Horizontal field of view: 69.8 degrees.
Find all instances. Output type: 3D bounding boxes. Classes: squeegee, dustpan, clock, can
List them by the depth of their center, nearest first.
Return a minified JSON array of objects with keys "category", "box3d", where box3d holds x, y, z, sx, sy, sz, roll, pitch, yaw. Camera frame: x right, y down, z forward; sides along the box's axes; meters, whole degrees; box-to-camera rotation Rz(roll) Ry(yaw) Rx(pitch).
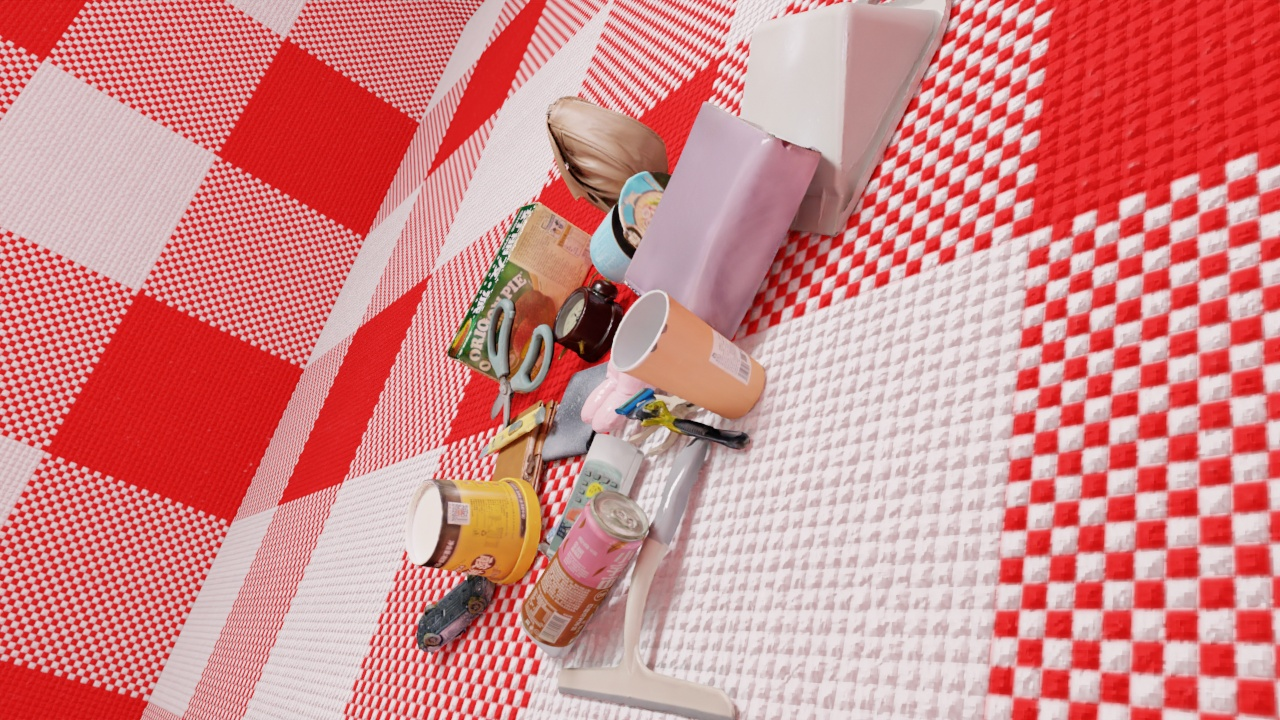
[{"category":"squeegee","box3d":[0.016,0.166,0.781,0.247,0.039,0.246,-18,48,53]},{"category":"can","box3d":[-0.050,0.183,0.797,0.148,0.058,0.057,-58,24,27]},{"category":"dustpan","box3d":[0.203,-0.260,0.914,0.223,0.142,0.258,-152,62,-64]},{"category":"clock","box3d":[-0.062,-0.056,1.122,0.082,0.055,0.121,-15,54,56]}]

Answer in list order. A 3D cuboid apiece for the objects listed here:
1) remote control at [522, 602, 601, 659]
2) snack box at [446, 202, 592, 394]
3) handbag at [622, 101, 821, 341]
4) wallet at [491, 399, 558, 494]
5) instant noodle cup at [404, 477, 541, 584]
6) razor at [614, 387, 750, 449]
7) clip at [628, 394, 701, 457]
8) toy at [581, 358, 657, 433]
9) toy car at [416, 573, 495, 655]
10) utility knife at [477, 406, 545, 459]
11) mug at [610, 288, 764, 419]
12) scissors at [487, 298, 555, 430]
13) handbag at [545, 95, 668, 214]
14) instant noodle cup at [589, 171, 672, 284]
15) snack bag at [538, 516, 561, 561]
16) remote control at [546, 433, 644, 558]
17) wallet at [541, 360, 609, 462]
[{"category":"remote control","box3d":[-0.059,0.213,0.864,0.056,0.020,0.136,34,96,27]},{"category":"snack box","box3d":[-0.158,-0.085,1.255,0.063,0.114,0.240,11,74,62]},{"category":"handbag","box3d":[0.079,-0.128,0.867,0.197,0.098,0.145,-66,26,17]},{"category":"wallet","box3d":[-0.146,0.118,1.125,0.108,0.031,0.131,-34,38,45]},{"category":"instant noodle cup","box3d":[-0.188,0.183,1.012,0.119,0.114,0.118,-23,61,48]},{"category":"razor","box3d":[0.042,0.058,0.828,0.143,0.022,0.042,16,44,42]},{"category":"clip","box3d":[0.028,0.041,0.893,0.104,0.035,0.089,-50,29,10]},{"category":"toy","box3d":[-0.006,0.006,0.960,0.159,0.054,0.121,-55,19,-1]},{"category":"toy car","box3d":[-0.213,0.292,1.067,0.121,0.037,0.054,-43,29,12]},{"category":"utility knife","box3d":[-0.158,0.092,1.130,0.176,0.019,0.030,-38,27,51]},{"category":"mug","box3d":[0.046,0.000,0.801,0.078,0.122,0.078,-42,32,34]},{"category":"scissors","box3d":[-0.167,-0.004,1.166,0.175,0.019,0.176,-56,51,33]},{"category":"handbag","box3d":[-0.042,-0.238,1.121,0.099,0.148,0.204,-61,-8,-6]},{"category":"instant noodle cup","box3d":[-0.002,-0.143,1.057,0.121,0.111,0.111,-28,40,58]},{"category":"snack bag","box3d":[-0.066,0.163,0.941,0.045,0.026,0.105,37,97,40]},{"category":"remote control","box3d":[-0.044,0.140,0.904,0.056,0.019,0.135,19,84,36]},{"category":"wallet","box3d":[-0.067,0.059,1.062,0.097,0.019,0.120,-17,48,52]}]
